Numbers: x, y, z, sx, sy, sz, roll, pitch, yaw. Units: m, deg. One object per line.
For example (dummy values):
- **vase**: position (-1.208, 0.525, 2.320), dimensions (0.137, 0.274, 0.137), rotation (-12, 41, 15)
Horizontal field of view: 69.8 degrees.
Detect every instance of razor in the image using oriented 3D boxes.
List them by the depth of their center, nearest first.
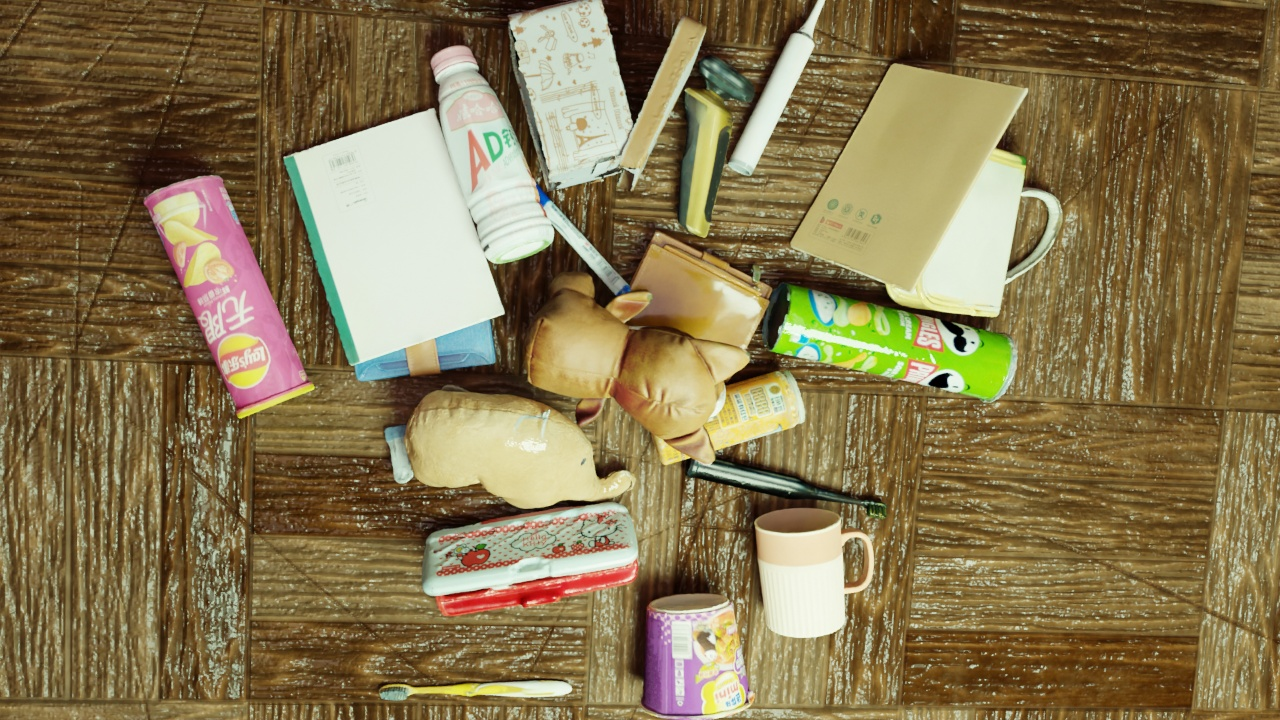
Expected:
- **razor**: position (0.067, -0.202, 0.876), dimensions (0.068, 0.062, 0.167), rotation (13, 100, 23)

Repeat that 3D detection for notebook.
- **notebook**: position (-0.230, -0.116, 0.853), dimensions (0.150, 0.012, 0.209), rotation (-19, 85, -3)
- **notebook**: position (0.246, -0.176, 0.863), dimensions (0.008, 0.148, 0.207), rotation (28, 92, -47)

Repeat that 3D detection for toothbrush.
- **toothbrush**: position (0.144, -0.284, 0.889), dimensions (0.026, 0.027, 0.221), rotation (24, 92, -46)
- **toothbrush**: position (-0.164, 0.330, 0.916), dimensions (0.191, 0.018, 0.016), rotation (1, 96, -6)
- **toothbrush**: position (0.149, 0.129, 0.925), dimensions (0.212, 0.027, 0.026), rotation (14, 134, -7)

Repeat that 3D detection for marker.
- **marker**: position (-0.060, -0.114, 0.876), dimensions (0.017, 0.017, 0.146), rotation (-42, 87, -1)

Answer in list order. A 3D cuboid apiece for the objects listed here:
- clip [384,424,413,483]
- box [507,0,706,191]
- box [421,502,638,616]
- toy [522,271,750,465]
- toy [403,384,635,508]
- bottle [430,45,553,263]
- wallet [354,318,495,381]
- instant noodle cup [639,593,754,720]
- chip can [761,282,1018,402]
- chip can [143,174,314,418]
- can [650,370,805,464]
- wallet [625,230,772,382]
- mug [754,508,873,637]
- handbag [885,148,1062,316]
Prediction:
- **clip**: position (-0.233, 0.091, 0.887), dimensions (0.024, 0.028, 0.056), rotation (-7, 86, -7)
- **box**: position (-0.015, -0.227, 0.800), dimensions (0.168, 0.182, 0.151), rotation (-17, 97, -4)
- **box**: position (-0.102, 0.193, 0.870), dimensions (0.201, 0.099, 0.095), rotation (-9, 95, -4)
- **toy**: position (-0.005, 0.005, 0.840), dimensions (0.200, 0.130, 0.140), rotation (22, 121, 18)
- **toy**: position (-0.107, 0.090, 0.858), dimensions (0.226, 0.144, 0.082), rotation (15, 56, -9)
- **bottle**: position (-0.143, -0.191, 0.844), dimensions (0.068, 0.068, 0.197), rotation (-21, 87, -4)
- **wallet**: position (-0.209, -0.038, 0.871), dimensions (0.133, 0.040, 0.106), rotation (-7, 91, -4)
- **instant noodle cup**: position (0.051, 0.284, 0.895), dimensions (0.111, 0.111, 0.099), rotation (-4, 85, -6)
- **chip can**: position (0.242, -0.017, 0.900), dimensions (0.236, 0.072, 0.072), rotation (13, 93, -6)
- **chip can**: position (-0.372, -0.057, 0.834), dimensions (0.071, 0.071, 0.210), rotation (-22, 97, -4)
- **can**: position (0.082, 0.055, 0.896), dimensions (0.146, 0.058, 0.058), rotation (-16, 96, -4)
- **wallet**: position (0.054, -0.058, 0.895), dimensions (0.130, 0.035, 0.119), rotation (26, 94, -7)
- **mug**: position (0.173, 0.206, 0.907), dimensions (0.114, 0.081, 0.106), rotation (-6, 97, -7)
- **handbag**: position (0.337, -0.125, 0.913), dimensions (0.178, 0.063, 0.163), rotation (7, 95, -21)
